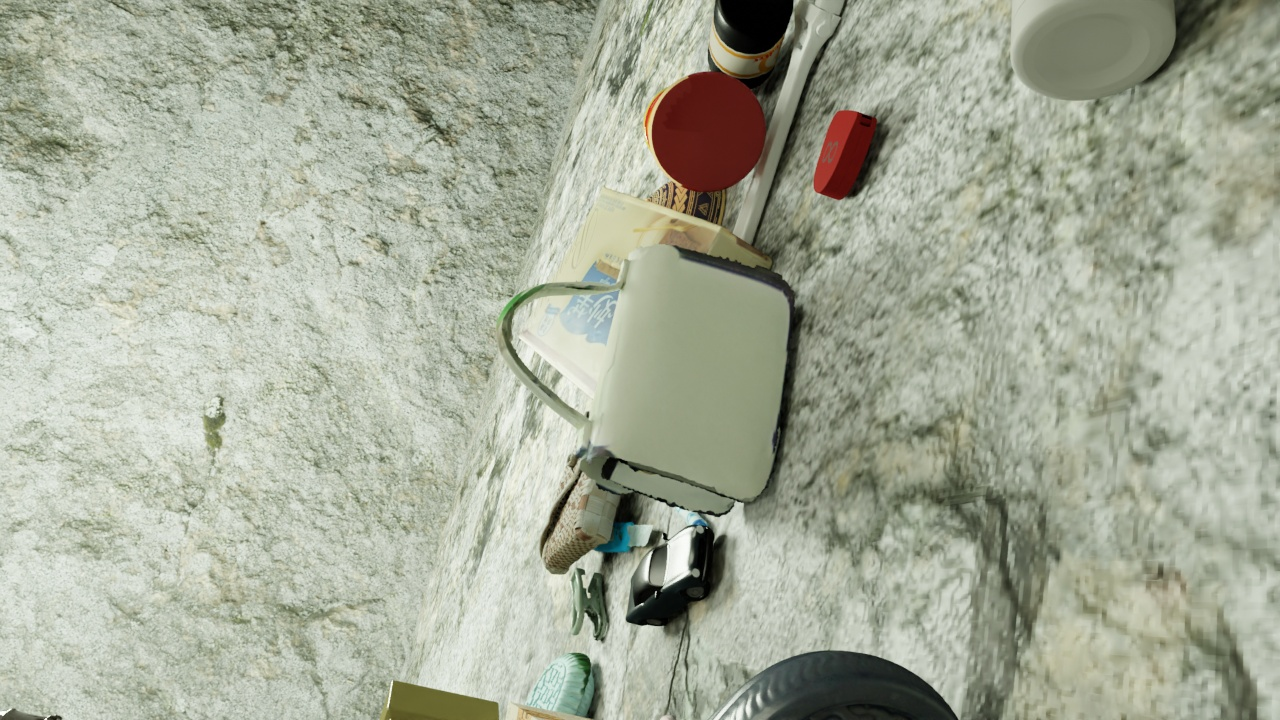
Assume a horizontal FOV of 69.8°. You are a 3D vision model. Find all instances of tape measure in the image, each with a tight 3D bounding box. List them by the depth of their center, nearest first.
[{"bbox_3d":[0.123,-0.125,0.558,0.059,0.019,0.051,-94,22,-74],"label":"tape measure"}]

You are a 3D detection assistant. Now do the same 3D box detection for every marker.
[{"bbox_3d":[0.026,0.102,0.669,0.142,0.013,0.013,-151,80,-77],"label":"marker"}]

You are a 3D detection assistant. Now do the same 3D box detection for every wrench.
[{"bbox_3d":[0.103,-0.169,0.704,0.066,0.018,0.273,-137,65,-76],"label":"wrench"}]

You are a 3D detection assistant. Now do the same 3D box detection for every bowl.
[{"bbox_3d":[0.027,-0.121,0.849,0.112,0.061,0.112,-163,91,-77],"label":"bowl"}]

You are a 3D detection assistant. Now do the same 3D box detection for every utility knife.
[{"bbox_3d":[-0.022,0.151,0.797,0.207,0.015,0.031,150,132,-68],"label":"utility knife"}]

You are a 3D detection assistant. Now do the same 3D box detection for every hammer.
[{"bbox_3d":[-0.266,0.285,0.617,0.190,0.324,0.101,-124,52,-73],"label":"hammer"}]

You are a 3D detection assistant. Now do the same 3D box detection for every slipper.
[{"bbox_3d":[0.022,0.205,0.350,0.083,0.110,0.268,-100,34,-70],"label":"slipper"},{"bbox_3d":[-0.100,0.366,0.727,0.275,0.069,0.116,-60,11,-15],"label":"slipper"}]

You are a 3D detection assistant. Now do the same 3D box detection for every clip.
[{"bbox_3d":[-0.046,0.209,0.787,0.076,0.043,0.023,-103,32,-65],"label":"clip"}]

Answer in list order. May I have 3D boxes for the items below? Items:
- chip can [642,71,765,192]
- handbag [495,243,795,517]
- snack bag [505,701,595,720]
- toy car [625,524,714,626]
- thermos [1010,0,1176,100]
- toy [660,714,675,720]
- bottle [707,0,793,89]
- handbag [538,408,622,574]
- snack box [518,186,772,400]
[{"bbox_3d":[0.046,-0.195,0.773,0.213,0.087,0.087,-97,28,-74],"label":"chip can"},{"bbox_3d":[-0.003,0.003,0.560,0.074,0.176,0.151,132,152,-64],"label":"handbag"},{"bbox_3d":[-0.046,0.287,0.590,0.207,0.070,0.094,142,143,-68],"label":"snack bag"},{"bbox_3d":[0.016,0.143,0.606,0.112,0.034,0.046,126,158,-53],"label":"toy car"},{"bbox_3d":[0.179,-0.207,0.367,0.052,0.052,0.223,134,151,-62],"label":"thermos"},{"bbox_3d":[0.017,0.244,0.465,0.125,0.037,0.076,-86,16,-54],"label":"toy"},{"bbox_3d":[0.087,-0.261,0.775,0.182,0.059,0.059,87,-160,-84],"label":"bottle"},{"bbox_3d":[-0.043,0.097,0.847,0.124,0.047,0.185,-47,21,55],"label":"handbag"},{"bbox_3d":[-0.007,-0.046,0.724,0.153,0.055,0.207,-60,32,2],"label":"snack box"}]
